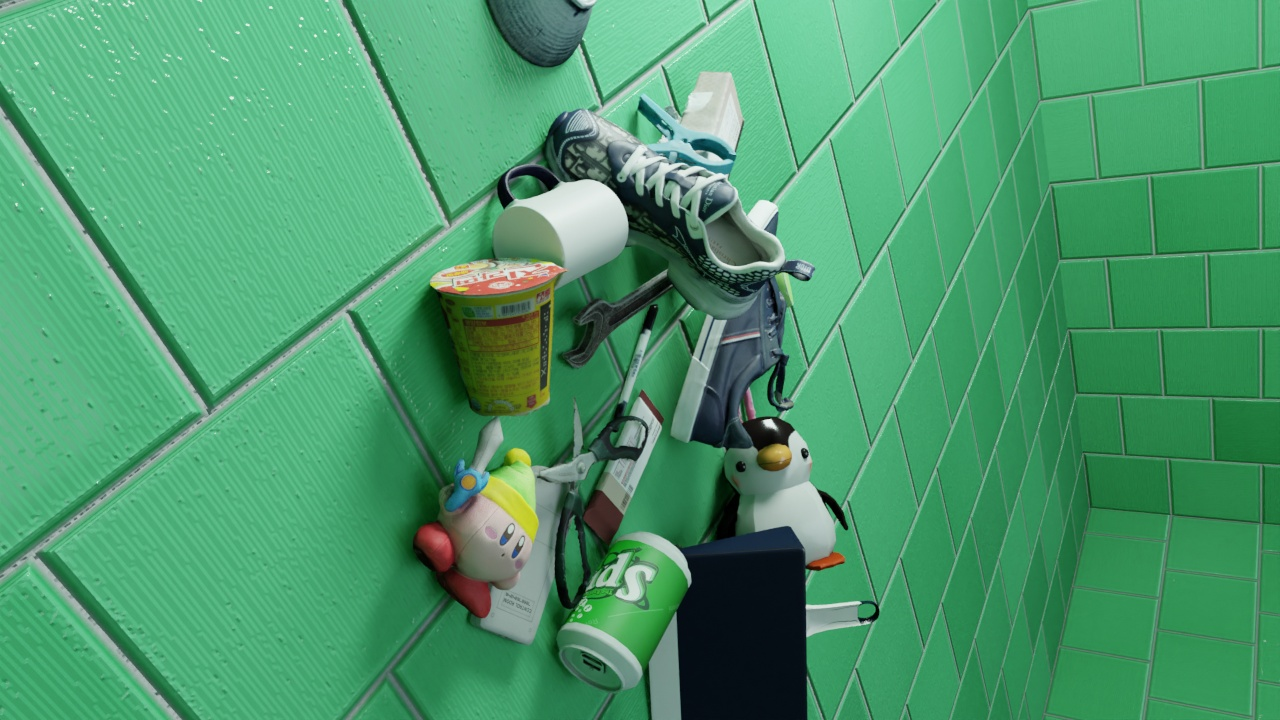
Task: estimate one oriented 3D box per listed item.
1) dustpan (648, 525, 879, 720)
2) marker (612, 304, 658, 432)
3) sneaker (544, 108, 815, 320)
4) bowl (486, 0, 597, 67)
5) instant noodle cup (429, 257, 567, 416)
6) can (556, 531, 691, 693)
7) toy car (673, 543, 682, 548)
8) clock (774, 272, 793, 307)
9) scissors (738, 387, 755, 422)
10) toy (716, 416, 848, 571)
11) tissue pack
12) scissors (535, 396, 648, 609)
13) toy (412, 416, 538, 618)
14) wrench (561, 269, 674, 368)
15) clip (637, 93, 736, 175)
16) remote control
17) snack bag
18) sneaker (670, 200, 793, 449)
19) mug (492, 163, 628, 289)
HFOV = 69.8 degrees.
[{"bbox_3d":[0.142,0.305,1.024,0.080,0.273,0.236,-104,-170,-78],"label":"dustpan"},{"bbox_3d":[-0.006,0.006,0.960,0.011,0.011,0.151,43,57,-46],"label":"marker"},{"bbox_3d":[0.038,-0.147,0.854,0.269,0.133,0.103,39,67,-17],"label":"sneaker"},{"bbox_3d":[-0.073,-0.336,0.816,0.136,0.057,0.137,-2,92,-55],"label":"bowl"},{"bbox_3d":[-0.114,-0.017,0.745,0.100,0.100,0.112,-32,127,-50],"label":"instant noodle cup"},{"bbox_3d":[-0.014,0.240,0.885,0.139,0.088,0.088,-54,132,-39],"label":"can"},{"bbox_3d":[0.036,0.243,1.009,0.038,0.027,0.090,-32,115,-44],"label":"toy car"},{"bbox_3d":[0.159,-0.109,1.142,0.094,0.043,0.119,-71,145,-67],"label":"clock"},{"bbox_3d":[0.137,0.004,1.161,0.176,0.013,0.170,-27,109,-49],"label":"scissors"},{"bbox_3d":[0.158,0.159,1.116,0.140,0.159,0.184,173,-94,-83],"label":"toy"},{"bbox_3d":[0.060,-0.225,1.012,0.104,0.071,0.181,55,50,-60],"label":"tissue pack"},{"bbox_3d":[-0.045,0.131,0.870,0.201,0.015,0.205,-2,98,-61],"label":"scissors"},{"bbox_3d":[-0.127,0.121,0.749,0.131,0.097,0.124,-45,122,-22],"label":"toy"},{"bbox_3d":[0.014,-0.073,0.940,0.272,0.010,0.070,-37,146,-40],"label":"wrench"},{"bbox_3d":[0.043,-0.227,0.945,0.026,0.116,0.097,108,1,-69],"label":"clip"},{"bbox_3d":[-0.101,0.171,0.820,0.074,0.019,0.150,42,58,-47],"label":"remote control"},{"bbox_3d":[-0.016,0.108,0.945,0.057,0.013,0.157,55,49,-42],"label":"snack bag"},{"bbox_3d":[0.132,-0.035,1.028,0.121,0.127,0.294,85,22,-76],"label":"sneaker"},{"bbox_3d":[-0.079,-0.123,0.807,0.112,0.079,0.096,55,41,0],"label":"mug"}]
